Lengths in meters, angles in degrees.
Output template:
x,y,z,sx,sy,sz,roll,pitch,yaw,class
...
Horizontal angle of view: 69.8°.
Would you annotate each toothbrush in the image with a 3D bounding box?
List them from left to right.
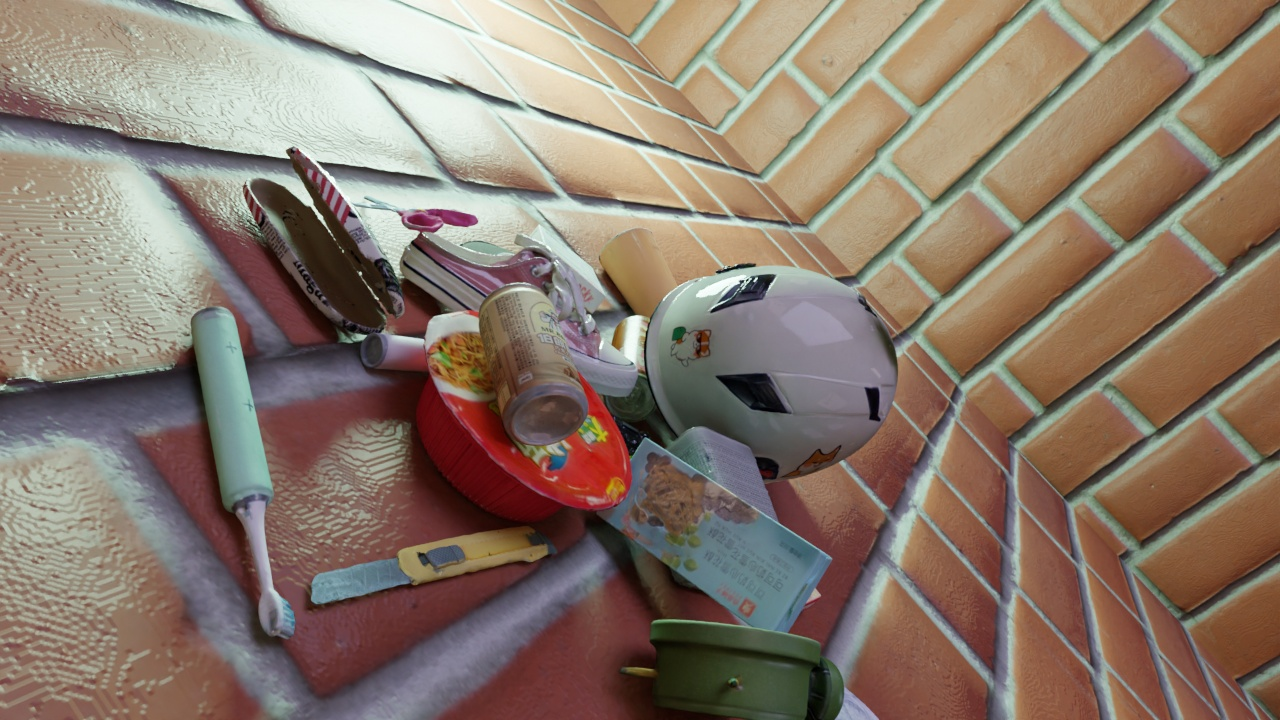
x,y,z,sx,sy,sz,roll,pitch,yaw,class
-0.222,0.053,0.509,0.224,0.026,0.027,60,4,35,toothbrush
-0.139,0.001,0.763,0.026,0.027,0.220,30,11,30,toothbrush

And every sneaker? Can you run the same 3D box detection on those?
x,y,z,sx,sy,sz,roll,pitch,yaw,class
-0.093,-0.054,0.823,0.241,0.088,0.118,33,9,-12,sneaker

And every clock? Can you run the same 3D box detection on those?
x,y,z,sx,sy,sz,roll,pitch,yaw,class
0.072,0.218,0.633,0.161,0.116,0.056,29,62,-44,clock

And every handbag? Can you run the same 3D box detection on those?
x,y,z,sx,sy,sz,roll,pitch,yaw,class
0.177,0.334,0.664,0.194,0.076,0.134,47,21,6,handbag

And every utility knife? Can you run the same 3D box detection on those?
x,y,z,sx,sy,sz,roll,pitch,yaw,class
-0.123,0.128,0.581,0.031,0.022,0.220,47,25,23,utility knife

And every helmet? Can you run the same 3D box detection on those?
x,y,z,sx,sy,sz,roll,pitch,yaw,class
0.155,0.002,0.911,0.273,0.157,0.229,14,64,-38,helmet

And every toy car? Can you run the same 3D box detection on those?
x,y,z,sx,sy,sz,roll,pitch,yaw,class
-0.014,0.081,0.838,0.105,0.032,0.048,31,24,-43,toy car

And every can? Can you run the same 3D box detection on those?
x,y,z,sx,sy,sz,roll,pitch,yaw,class
-0.078,0.001,0.646,0.058,0.059,0.116,27,28,-39,can
-0.006,0.006,0.958,0.058,0.058,0.147,39,21,-15,can

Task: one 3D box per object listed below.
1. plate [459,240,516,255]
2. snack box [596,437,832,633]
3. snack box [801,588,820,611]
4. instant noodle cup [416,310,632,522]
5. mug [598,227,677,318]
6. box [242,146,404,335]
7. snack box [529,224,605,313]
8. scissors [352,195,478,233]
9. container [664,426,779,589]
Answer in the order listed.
x,y,z,sx,sy,sz,roll,pitch,yaw,class
-0.111,-0.065,0.941,0.179,0.024,0.179,38,22,-19,plate
0.055,0.137,0.713,0.175,0.074,0.051,31,-5,28,snack box
0.109,0.179,0.895,0.153,0.025,0.075,54,23,22,snack box
-0.098,0.051,0.692,0.194,0.066,0.193,38,23,-20,instant noodle cup
0.007,-0.097,1.161,0.078,0.078,0.122,12,44,-55,mug
-0.246,-0.083,0.701,0.163,0.083,0.075,50,-15,15,box
-0.084,-0.104,1.012,0.084,0.027,0.156,39,8,-17,snack box
-0.206,-0.134,0.824,0.130,0.017,0.133,-9,25,-45,scissors
0.064,0.136,0.806,0.090,0.090,0.114,25,31,-41,container
